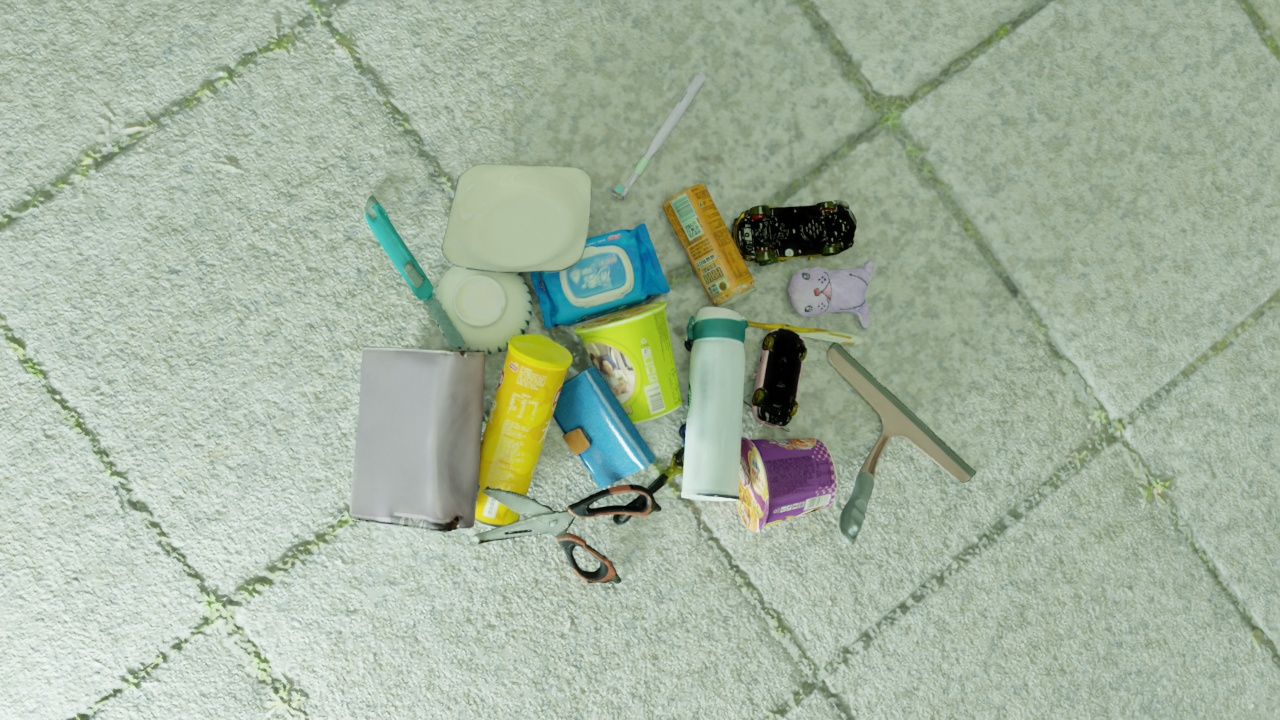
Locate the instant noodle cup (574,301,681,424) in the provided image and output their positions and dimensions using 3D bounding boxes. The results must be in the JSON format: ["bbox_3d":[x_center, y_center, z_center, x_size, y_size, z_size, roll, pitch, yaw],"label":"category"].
[{"bbox_3d":[-0.006,0.006,1.068,0.111,0.112,0.123,-18,98,-7],"label":"instant noodle cup"}]

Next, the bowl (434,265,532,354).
[{"bbox_3d":[-0.184,-0.066,1.064,0.116,0.066,0.116,0,88,-6],"label":"bowl"}]

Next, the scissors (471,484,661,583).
[{"bbox_3d":[-0.079,0.189,1.050,0.189,0.015,0.227,-38,119,-4],"label":"scissors"}]

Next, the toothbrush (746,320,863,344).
[{"bbox_3d":[0.185,-0.041,1.130,0.191,0.018,0.016,9,56,-6],"label":"toothbrush"}]

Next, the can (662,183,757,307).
[{"bbox_3d":[0.083,-0.137,1.102,0.058,0.058,0.146,-27,91,-7],"label":"can"}]

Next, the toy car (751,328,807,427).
[{"bbox_3d":[0.165,0.021,1.106,0.056,0.037,0.122,18,72,-15],"label":"toy car"}]

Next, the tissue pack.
[{"bbox_3d":[-0.050,-0.100,1.088,0.157,0.052,0.095,-17,90,-7],"label":"tissue pack"}]

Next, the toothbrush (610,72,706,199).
[{"bbox_3d":[0.024,-0.277,1.121,0.189,0.029,0.021,-55,135,-7],"label":"toothbrush"}]

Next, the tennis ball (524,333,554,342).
[{"bbox_3d":[-0.124,0.001,1.069,0.065,0.065,0.065,0,88,-7],"label":"tennis ball"}]

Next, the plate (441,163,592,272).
[{"bbox_3d":[-0.139,-0.158,1.062,0.163,0.034,0.164,3,56,3],"label":"plate"}]

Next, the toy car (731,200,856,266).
[{"bbox_3d":[0.189,-0.155,1.123,0.155,0.041,0.071,-8,89,-11],"label":"toy car"}]

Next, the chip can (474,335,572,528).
[{"bbox_3d":[-0.139,0.081,1.024,0.072,0.072,0.214,17,108,-6],"label":"chip can"}]

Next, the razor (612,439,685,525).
[{"bbox_3d":[0.022,0.148,1.102,0.142,0.022,0.042,-41,83,-8],"label":"razor"}]

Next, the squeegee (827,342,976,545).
[{"bbox_3d":[0.270,0.133,1.078,0.247,0.040,0.248,43,44,-4],"label":"squeegee"}]

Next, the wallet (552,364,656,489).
[{"bbox_3d":[-0.050,0.079,1.062,0.040,0.107,0.133,-33,90,-40],"label":"wallet"}]

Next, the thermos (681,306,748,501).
[{"bbox_3d":[0.084,0.049,1.068,0.073,0.073,0.224,5,78,-7],"label":"thermos"}]

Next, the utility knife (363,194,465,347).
[{"bbox_3d":[-0.262,-0.102,1.052,0.029,0.013,0.223,-40,74,14],"label":"utility knife"}]

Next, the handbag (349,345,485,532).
[{"bbox_3d":[-0.239,0.083,1.016,0.145,0.098,0.197,3,88,38],"label":"handbag"}]

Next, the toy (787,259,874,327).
[{"bbox_3d":[0.233,-0.082,1.128,0.108,0.039,0.084,0,94,-8],"label":"toy"}]

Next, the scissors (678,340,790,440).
[{"bbox_3d":[0.111,0.034,1.116,0.173,0.012,0.162,-30,86,-14],"label":"scissors"}]

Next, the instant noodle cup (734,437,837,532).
[{"bbox_3d":[0.170,0.139,1.083,0.099,0.112,0.111,-8,89,-16],"label":"instant noodle cup"}]
